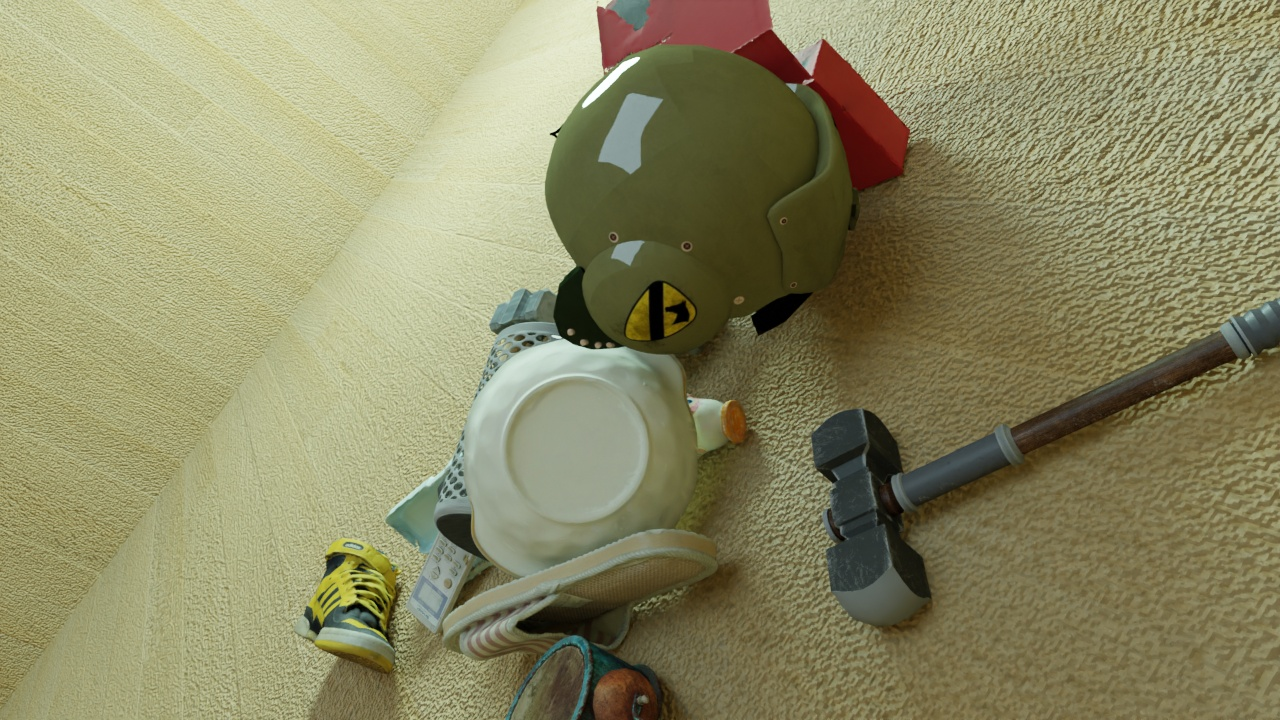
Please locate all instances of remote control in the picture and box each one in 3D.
[{"bbox_3d":[-0.197,0.209,0.941,0.050,0.011,0.136,30,99,30],"label":"remote control"}]

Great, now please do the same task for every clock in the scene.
[{"bbox_3d":[-0.033,0.258,0.621,0.121,0.073,0.158,-61,17,-17],"label":"clock"}]

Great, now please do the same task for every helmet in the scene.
[{"bbox_3d":[0.051,-0.117,0.717,0.233,0.255,0.249,-38,32,30],"label":"helmet"}]

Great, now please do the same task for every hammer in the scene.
[{"bbox_3d":[-0.191,0.056,1.137,0.118,0.051,0.322,-11,51,52],"label":"hammer"},{"bbox_3d":[0.242,0.031,0.513,0.323,0.043,0.155,-33,33,29],"label":"hammer"}]

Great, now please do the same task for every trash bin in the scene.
[{"bbox_3d":[-0.088,0.085,0.828,0.157,0.156,0.182,-19,45,47],"label":"trash bin"}]

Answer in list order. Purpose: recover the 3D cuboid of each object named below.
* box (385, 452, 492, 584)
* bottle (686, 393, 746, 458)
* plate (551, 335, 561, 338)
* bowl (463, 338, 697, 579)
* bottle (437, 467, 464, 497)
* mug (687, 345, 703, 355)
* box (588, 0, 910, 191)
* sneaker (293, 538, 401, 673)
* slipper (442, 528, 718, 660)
[{"bbox_3d":[-0.186,0.166,0.971,0.198,0.078,0.122,-39,49,27],"label":"box"},{"bbox_3d":[0.034,0.057,0.771,0.109,0.063,0.063,-10,47,35],"label":"bottle"},{"bbox_3d":[-0.022,-0.077,0.910,0.187,0.016,0.186,-19,41,49],"label":"plate"},{"bbox_3d":[-0.048,0.069,0.704,0.219,0.188,0.060,-53,-7,-7],"label":"bowl"},{"bbox_3d":[-0.147,0.151,0.893,0.047,0.112,0.047,-50,-7,-9],"label":"bottle"},{"bbox_3d":[0.030,-0.054,0.899,0.084,0.070,0.113,-41,28,22],"label":"mug"},{"bbox_3d":[0.051,-0.275,0.806,0.212,0.378,0.123,-16,28,50],"label":"box"},{"bbox_3d":[-0.308,0.267,1.016,0.239,0.086,0.122,-13,51,56],"label":"sneaker"},{"bbox_3d":[-0.053,0.193,0.702,0.264,0.115,0.052,-31,52,32],"label":"slipper"}]
